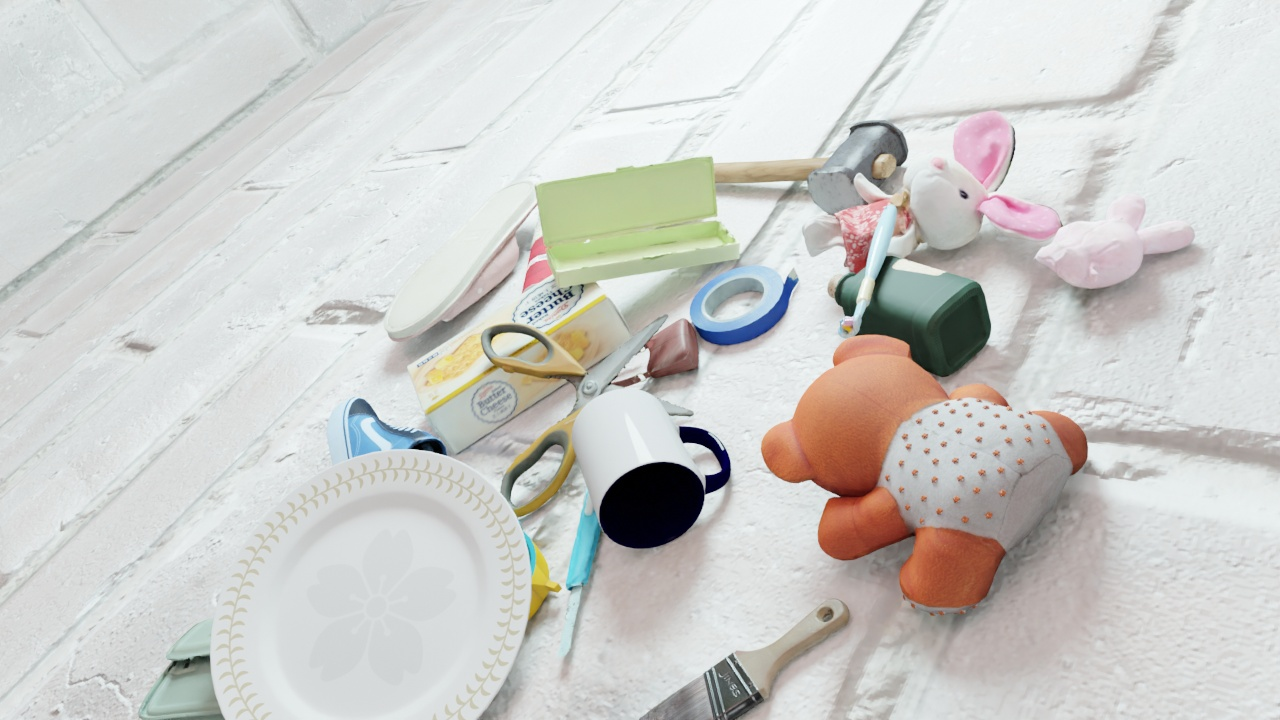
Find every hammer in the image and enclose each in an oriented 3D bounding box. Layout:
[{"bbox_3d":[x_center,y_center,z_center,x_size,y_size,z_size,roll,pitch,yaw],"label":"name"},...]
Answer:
[{"bbox_3d":[0.127,-0.202,0.984,0.329,0.052,0.097,11,51,48],"label":"hammer"}]

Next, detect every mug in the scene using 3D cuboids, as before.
[{"bbox_3d":[0.012,0.077,0.689,0.111,0.079,0.096,-5,31,-14],"label":"mug"}]

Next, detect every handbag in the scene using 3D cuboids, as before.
[{"bbox_3d":[-0.005,0.005,0.834,0.120,0.029,0.055,-23,40,20],"label":"handbag"},{"bbox_3d":[-0.314,0.245,0.715,0.122,0.067,0.105,-14,36,22],"label":"handbag"}]

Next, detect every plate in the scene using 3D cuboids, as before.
[{"bbox_3d":[-0.194,0.178,0.666,0.243,0.016,0.242,-6,59,9],"label":"plate"}]

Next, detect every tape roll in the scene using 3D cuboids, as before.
[{"bbox_3d":[0.090,-0.051,0.838,0.093,0.016,0.091,2,46,39],"label":"tape roll"}]

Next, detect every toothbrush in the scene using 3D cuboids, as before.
[{"bbox_3d":[0.174,-0.071,0.689,0.022,0.016,0.154,-48,10,49],"label":"toothbrush"}]

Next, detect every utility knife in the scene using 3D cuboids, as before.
[{"bbox_3d":[-0.046,0.150,0.681,0.022,0.015,0.161,-14,35,22],"label":"utility knife"}]

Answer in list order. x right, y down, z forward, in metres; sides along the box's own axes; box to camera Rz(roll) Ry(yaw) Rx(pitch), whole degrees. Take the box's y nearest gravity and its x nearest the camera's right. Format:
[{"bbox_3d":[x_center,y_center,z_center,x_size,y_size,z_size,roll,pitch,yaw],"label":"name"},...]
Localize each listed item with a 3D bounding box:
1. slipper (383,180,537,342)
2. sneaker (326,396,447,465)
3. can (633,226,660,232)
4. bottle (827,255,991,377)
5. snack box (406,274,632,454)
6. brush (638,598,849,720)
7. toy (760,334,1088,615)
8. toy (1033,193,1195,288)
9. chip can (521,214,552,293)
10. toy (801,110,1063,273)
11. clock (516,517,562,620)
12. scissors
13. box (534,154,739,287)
[{"bbox_3d":[-0.204,-0.116,1.107,0.114,0.054,0.273,8,52,42],"label":"slipper"},{"bbox_3d":[-0.216,0.092,0.820,0.098,0.083,0.241,-31,31,-3],"label":"sneaker"},{"bbox_3d":[0.024,-0.166,1.020,0.095,0.032,0.032,-18,36,18],"label":"can"},{"bbox_3d":[0.196,-0.041,0.706,0.061,0.061,0.131,-38,35,-16],"label":"bottle"},{"bbox_3d":[-0.121,-0.007,0.902,0.208,0.057,0.104,-33,34,-4],"label":"snack box"},{"bbox_3d":[0.063,0.191,0.552,0.151,0.012,0.039,-33,34,-4],"label":"brush"},{"bbox_3d":[0.172,0.061,0.580,0.163,0.093,0.172,-45,49,-16],"label":"toy"},{"bbox_3d":[0.341,-0.083,0.667,0.110,0.047,0.063,-27,41,-11],"label":"toy"},{"bbox_3d":[-0.099,-0.125,1.043,0.052,0.052,0.214,-19,36,16],"label":"chip can"},{"bbox_3d":[0.234,-0.128,0.773,0.194,0.084,0.158,-16,49,18],"label":"toy"},{"bbox_3d":[-0.121,0.162,0.702,0.099,0.044,0.130,-43,43,-19],"label":"clock"},{"bbox_3d":[-0.065,0.037,0.796,0.225,0.016,0.229,17,67,25],"label":"scissors"},{"bbox_3d":[-0.005,-0.132,0.918,0.188,0.066,0.127,-13,76,-12],"label":"box"}]
